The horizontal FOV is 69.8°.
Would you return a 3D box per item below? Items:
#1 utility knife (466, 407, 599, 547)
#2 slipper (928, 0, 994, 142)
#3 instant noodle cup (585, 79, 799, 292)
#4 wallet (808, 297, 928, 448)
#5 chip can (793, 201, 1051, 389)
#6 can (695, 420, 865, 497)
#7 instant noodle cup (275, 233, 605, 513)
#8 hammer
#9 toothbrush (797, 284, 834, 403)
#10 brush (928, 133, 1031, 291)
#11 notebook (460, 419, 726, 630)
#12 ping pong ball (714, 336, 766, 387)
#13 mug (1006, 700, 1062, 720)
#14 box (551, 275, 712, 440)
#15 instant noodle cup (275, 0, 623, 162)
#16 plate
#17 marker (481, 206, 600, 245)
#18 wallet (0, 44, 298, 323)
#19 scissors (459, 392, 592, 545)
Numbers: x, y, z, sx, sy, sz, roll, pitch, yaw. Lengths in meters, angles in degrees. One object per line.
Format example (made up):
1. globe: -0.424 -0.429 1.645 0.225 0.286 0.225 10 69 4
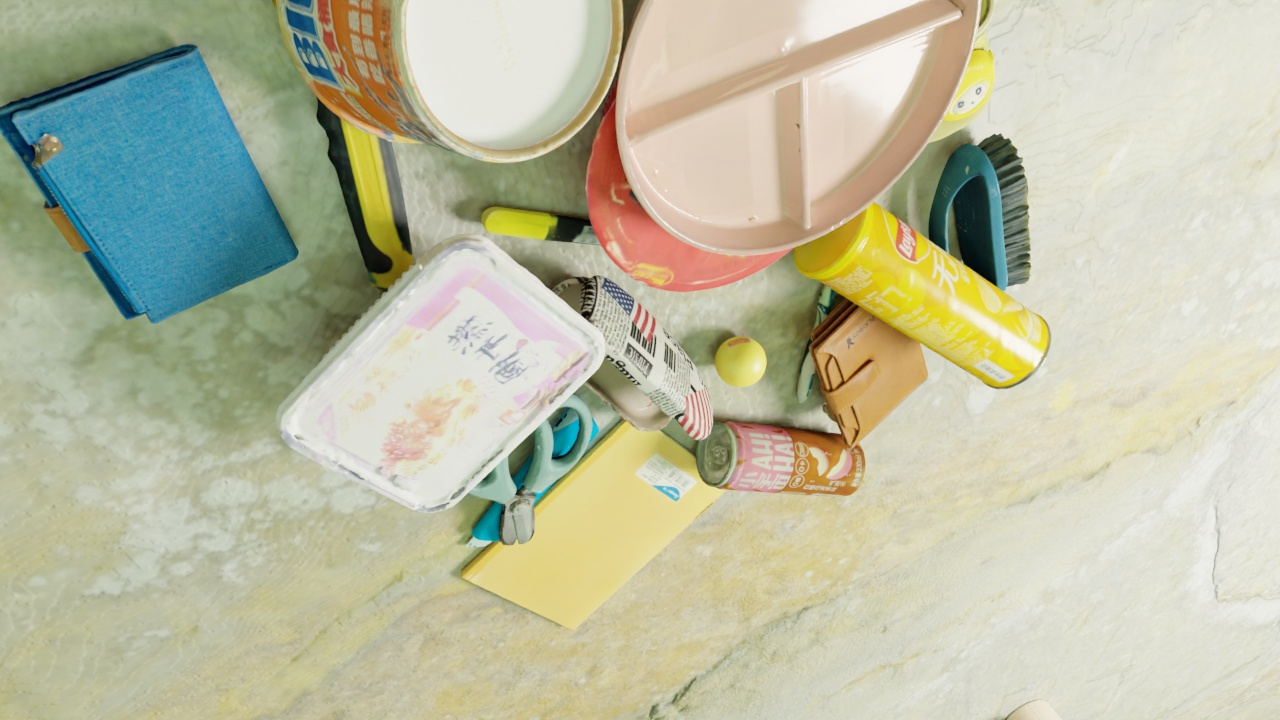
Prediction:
1. utility knife: -0.088 0.098 0.732 0.034 0.018 0.160 28 111 -36
2. slipper: 0.179 -0.213 0.589 0.092 0.081 0.190 -35 128 6
3. instant noodle cup: 0.046 -0.139 0.582 0.193 0.065 0.194 -16 135 -16
4. wallet: 0.190 -0.001 0.765 0.107 0.031 0.132 -41 131 -14
5. chip can: 0.216 -0.050 0.692 0.213 0.072 0.072 27 110 -25
6. can: 0.123 0.086 0.792 0.147 0.058 0.058 8 119 -29
7. instant noodle cup: -0.126 0.003 0.577 0.173 0.060 0.138 -44 128 9
8. hammer: -0.156 -0.066 0.574 0.126 0.032 0.324 -15 128 -15
9. toothbrush: 0.144 -0.044 0.737 0.018 0.016 0.192 -1 124 -12
10. brush: 0.263 -0.104 0.720 0.073 0.055 0.144 -26 130 -1
11. notebook: -0.034 0.146 0.795 0.206 0.010 0.146 -44 129 10
12. ping pong ball: 0.079 0.001 0.722 0.040 0.040 0.040 -12 127 -16
13. mug: 0.569 0.544 1.293 0.114 0.106 0.082 30 107 -37
14. box: 0.000 0.004 0.660 0.076 0.087 0.163 -49 127 -6
15. instant noodle cup: -0.087 -0.170 0.454 0.151 0.111 0.151 -20 125 -31
16. plate: 0.088 -0.162 0.516 0.229 0.028 0.230 -16 135 -17
17. marker: -0.048 -0.089 0.619 0.124 0.015 0.018 3 123 -29
18. wallet: -0.264 -0.092 0.502 0.106 0.040 0.133 -27 131 -16
19. scissors: -0.073 0.083 0.702 0.129 0.019 0.185 -25 140 -8
